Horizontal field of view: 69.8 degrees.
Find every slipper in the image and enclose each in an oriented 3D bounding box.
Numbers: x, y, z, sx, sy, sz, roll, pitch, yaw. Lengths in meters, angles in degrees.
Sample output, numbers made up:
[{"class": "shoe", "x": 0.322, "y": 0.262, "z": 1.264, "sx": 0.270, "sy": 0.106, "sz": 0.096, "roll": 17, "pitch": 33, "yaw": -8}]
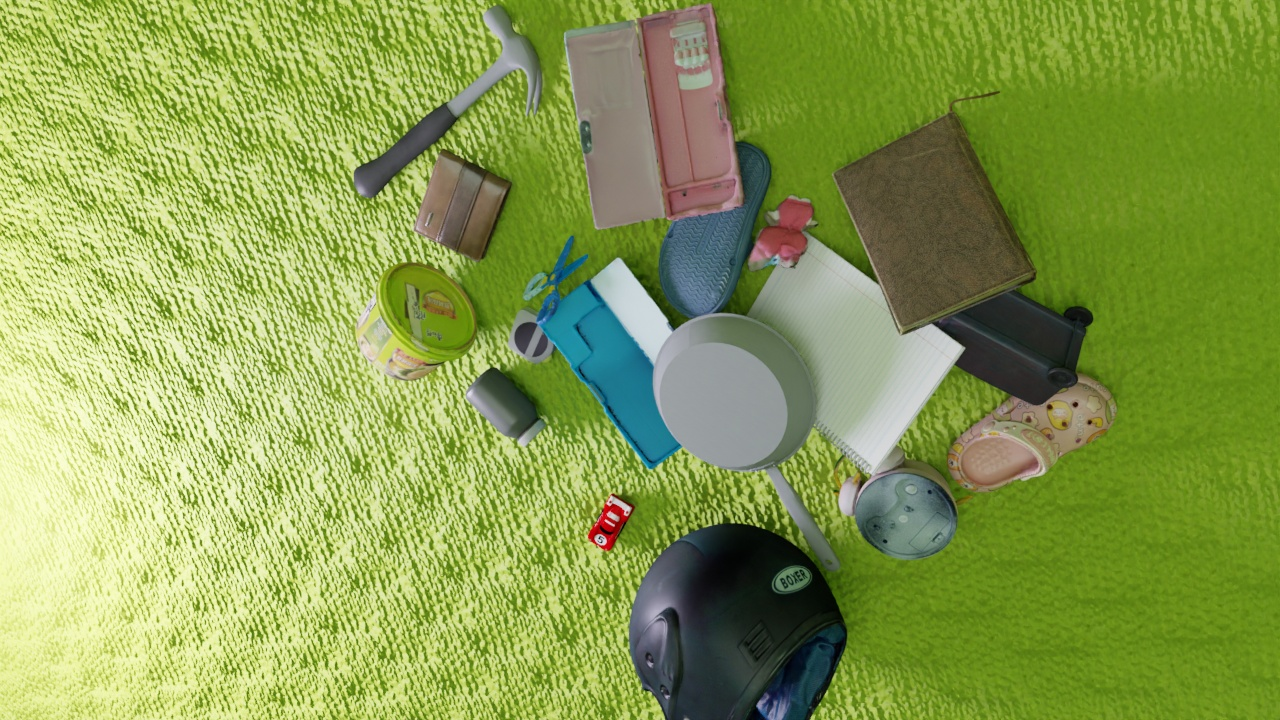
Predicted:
[{"class": "slipper", "x": 0.438, "y": 0.089, "z": 1.038, "sx": 0.198, "sy": 0.081, "sz": 0.093, "roll": -36, "pitch": 92, "yaw": 26}, {"class": "slipper", "x": 0.088, "y": -0.154, "z": 1.085, "sx": 0.104, "sy": 0.059, "sz": 0.214, "roll": 23, "pitch": 98, "yaw": 18}]

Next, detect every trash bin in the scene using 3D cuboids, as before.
[{"class": "trash bin", "x": 0.389, "y": -0.031, "z": 0.997, "sx": 0.161, "sy": 0.093, "sz": 0.092, "roll": 29, "pitch": 149, "yaw": 3}]

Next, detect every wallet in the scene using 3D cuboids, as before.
[{"class": "wallet", "x": -0.229, "y": -0.196, "z": 1.178, "sx": 0.098, "sy": 0.026, "sz": 0.121, "roll": 25, "pitch": 118, "yaw": -4}]

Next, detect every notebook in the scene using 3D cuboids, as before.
[{"class": "notebook", "x": 0.222, "y": -0.013, "z": 1.048, "sx": 0.245, "sy": 0.013, "sz": 0.178, "roll": 45, "pitch": 117, "yaw": 33}, {"class": "notebook", "x": 0.322, "y": -0.157, "z": 0.964, "sx": 0.190, "sy": 0.034, "sz": 0.215, "roll": -26, "pitch": 63, "yaw": 20}]

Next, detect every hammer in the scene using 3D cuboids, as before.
[{"class": "hammer", "x": -0.251, "y": -0.300, "z": 1.161, "sx": 0.312, "sy": 0.029, "sz": 0.125, "roll": -32, "pitch": 95, "yaw": 24}]

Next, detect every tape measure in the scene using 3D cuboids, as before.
[{"class": "tape measure", "x": -0.139, "y": -0.032, "z": 1.215, "sx": 0.064, "sy": 0.016, "sz": 0.065, "roll": 29, "pitch": 113, "yaw": 8}]

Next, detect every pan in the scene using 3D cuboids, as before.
[{"class": "pan", "x": 0.141, "y": 0.110, "z": 1.077, "sx": 0.201, "sy": 0.050, "sz": 0.356, "roll": -25, "pitch": 99, "yaw": 33}]

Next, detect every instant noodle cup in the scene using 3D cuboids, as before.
[{"class": "instant noodle cup", "x": -0.297, "y": -0.046, "z": 1.197, "sx": 0.098, "sy": 0.145, "sz": 0.146, "roll": -36, "pitch": 93, "yaw": 34}]

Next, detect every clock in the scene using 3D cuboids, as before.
[{"class": "clock", "x": 0.307, "y": 0.166, "z": 1.111, "sx": 0.158, "sy": 0.058, "sz": 0.117, "roll": 33, "pitch": 118, "yaw": 6}]

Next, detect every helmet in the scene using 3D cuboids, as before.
[{"class": "helmet", "x": 0.102, "y": 0.350, "z": 1.143, "sx": 0.236, "sy": 0.248, "sz": 0.317, "roll": 36, "pitch": 124, "yaw": 37}]

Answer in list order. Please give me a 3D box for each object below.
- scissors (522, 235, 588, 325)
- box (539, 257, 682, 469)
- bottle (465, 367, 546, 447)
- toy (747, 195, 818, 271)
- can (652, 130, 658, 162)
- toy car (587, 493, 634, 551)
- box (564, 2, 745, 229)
[{"class": "scissors", "x": -0.111, "y": -0.101, "z": 1.161, "sx": 0.127, "sy": 0.015, "sz": 0.125, "roll": 7, "pitch": 71, "yaw": 50}, {"class": "box", "x": 0.001, "y": 0.000, "z": 1.156, "sx": 0.171, "sy": 0.071, "sz": 0.243, "roll": -35, "pitch": 95, "yaw": 32}, {"class": "bottle", "x": -0.180, "y": 0.064, "z": 1.234, "sx": 0.108, "sy": 0.060, "sz": 0.060, "roll": 44, "pitch": 114, "yaw": 0}, {"class": "toy", "x": 0.169, "y": -0.141, "z": 1.063, "sx": 0.065, "sy": 0.050, "sz": 0.102, "roll": 11, "pitch": 66, "yaw": 30}, {"class": "can", "x": -0.017, "y": -0.271, "z": 1.082, "sx": 0.053, "sy": 0.053, "sz": 0.101, "roll": -32, "pitch": 95, "yaw": 23}, {"class": "toy car", "x": -0.041, "y": 0.223, "z": 1.259, "sx": 0.038, "sy": 0.025, "sz": 0.090, "roll": 31, "pitch": 113, "yaw": 6}, {"class": "box", "x": 0.017, "y": -0.274, "z": 1.042, "sx": 0.179, "sy": 0.039, "sz": 0.232, "roll": -7, "pitch": 91, "yaw": 8}]
